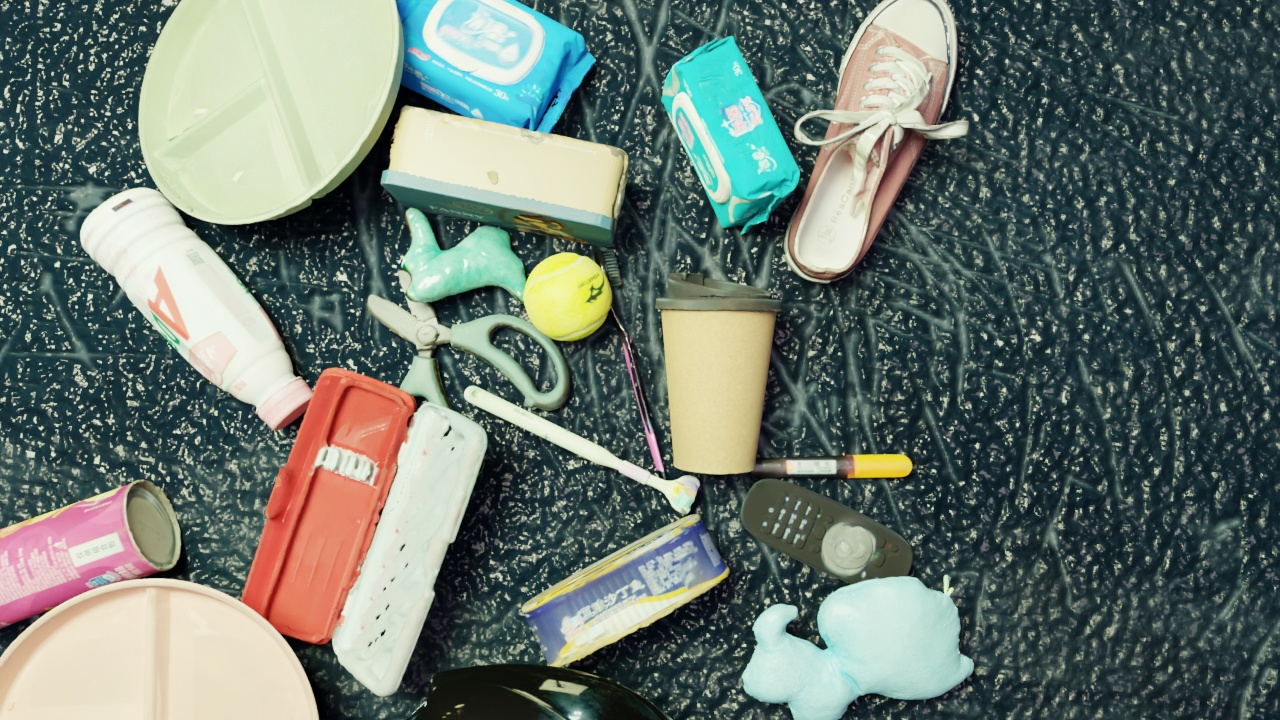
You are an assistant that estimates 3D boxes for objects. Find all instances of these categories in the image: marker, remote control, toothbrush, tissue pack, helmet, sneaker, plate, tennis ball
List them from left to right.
[{"bbox_3d":[-0.330,0.262,0.617,0.229,0.028,0.229,0,83,-4],"label":"plate"},{"bbox_3d":[-0.269,-0.205,0.669,0.230,0.027,0.230,-4,77,18],"label":"plate"},{"bbox_3d":[-0.121,-0.232,0.689,0.157,0.052,0.094,26,72,0],"label":"tissue pack"},{"bbox_3d":[-0.053,0.312,0.578,0.275,0.234,0.229,2,56,0],"label":"helmet"},{"bbox_3d":[-0.054,-0.047,0.681,0.065,0.065,0.065,0,86,-2],"label":"tennis ball"},{"bbox_3d":[-0.044,0.063,0.684,0.189,0.020,0.029,26,69,-3],"label":"toothbrush"},{"bbox_3d":[-0.004,0.004,0.707,0.017,0.014,0.189,-15,88,-23],"label":"toothbrush"},{"bbox_3d":[0.065,-0.161,0.678,0.050,0.093,0.133,-26,87,-7],"label":"tissue pack"},{"bbox_3d":[0.139,0.132,0.696,0.136,0.024,0.053,25,87,-2],"label":"remote control"},{"bbox_3d":[0.145,0.082,0.705,0.124,0.015,0.018,-1,85,1],"label":"marker"},{"bbox_3d":[0.177,-0.172,0.683,0.118,0.088,0.241,24,87,0],"label":"sneaker"}]

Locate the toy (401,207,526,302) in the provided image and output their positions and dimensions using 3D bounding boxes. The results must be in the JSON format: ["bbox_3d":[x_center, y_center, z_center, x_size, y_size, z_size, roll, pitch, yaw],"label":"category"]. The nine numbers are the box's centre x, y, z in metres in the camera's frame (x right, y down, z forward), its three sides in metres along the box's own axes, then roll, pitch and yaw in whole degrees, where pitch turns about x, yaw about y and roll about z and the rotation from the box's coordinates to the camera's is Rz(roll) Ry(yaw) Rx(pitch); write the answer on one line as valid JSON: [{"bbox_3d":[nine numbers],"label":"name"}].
[{"bbox_3d":[-0.138,-0.077,0.693,0.091,0.030,0.096,-20,81,-18],"label":"toy"}]

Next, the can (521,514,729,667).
[{"bbox_3d":[-0.011,0.166,0.666,0.148,0.074,0.049,-28,85,-2],"label":"can"}]

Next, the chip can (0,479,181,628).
[{"bbox_3d":[-0.448,0.153,0.658,0.210,0.071,0.071,-19,87,-3],"label":"chip can"}]

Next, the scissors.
[{"bbox_3d":[-0.150,0.017,0.699,0.176,0.019,0.172,29,87,-1],"label":"scissors"}]

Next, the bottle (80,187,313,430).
[{"bbox_3d":[-0.319,-0.034,0.675,0.068,0.068,0.197,-41,91,-4],"label":"bottle"}]

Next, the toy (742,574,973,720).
[{"bbox_3d":[0.165,0.212,0.677,0.161,0.049,0.156,35,100,-11],"label":"toy"}]

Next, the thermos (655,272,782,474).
[{"bbox_3d":[0.056,0.008,0.674,0.093,0.093,0.143,1,95,-1],"label":"thermos"}]

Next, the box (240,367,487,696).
[{"bbox_3d":[-0.197,0.119,0.662,0.160,0.063,0.201,20,91,19],"label":"box"}]

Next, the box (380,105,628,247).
[{"bbox_3d":[-0.102,-0.134,0.675,0.184,0.090,0.063,9,86,2],"label":"box"}]
